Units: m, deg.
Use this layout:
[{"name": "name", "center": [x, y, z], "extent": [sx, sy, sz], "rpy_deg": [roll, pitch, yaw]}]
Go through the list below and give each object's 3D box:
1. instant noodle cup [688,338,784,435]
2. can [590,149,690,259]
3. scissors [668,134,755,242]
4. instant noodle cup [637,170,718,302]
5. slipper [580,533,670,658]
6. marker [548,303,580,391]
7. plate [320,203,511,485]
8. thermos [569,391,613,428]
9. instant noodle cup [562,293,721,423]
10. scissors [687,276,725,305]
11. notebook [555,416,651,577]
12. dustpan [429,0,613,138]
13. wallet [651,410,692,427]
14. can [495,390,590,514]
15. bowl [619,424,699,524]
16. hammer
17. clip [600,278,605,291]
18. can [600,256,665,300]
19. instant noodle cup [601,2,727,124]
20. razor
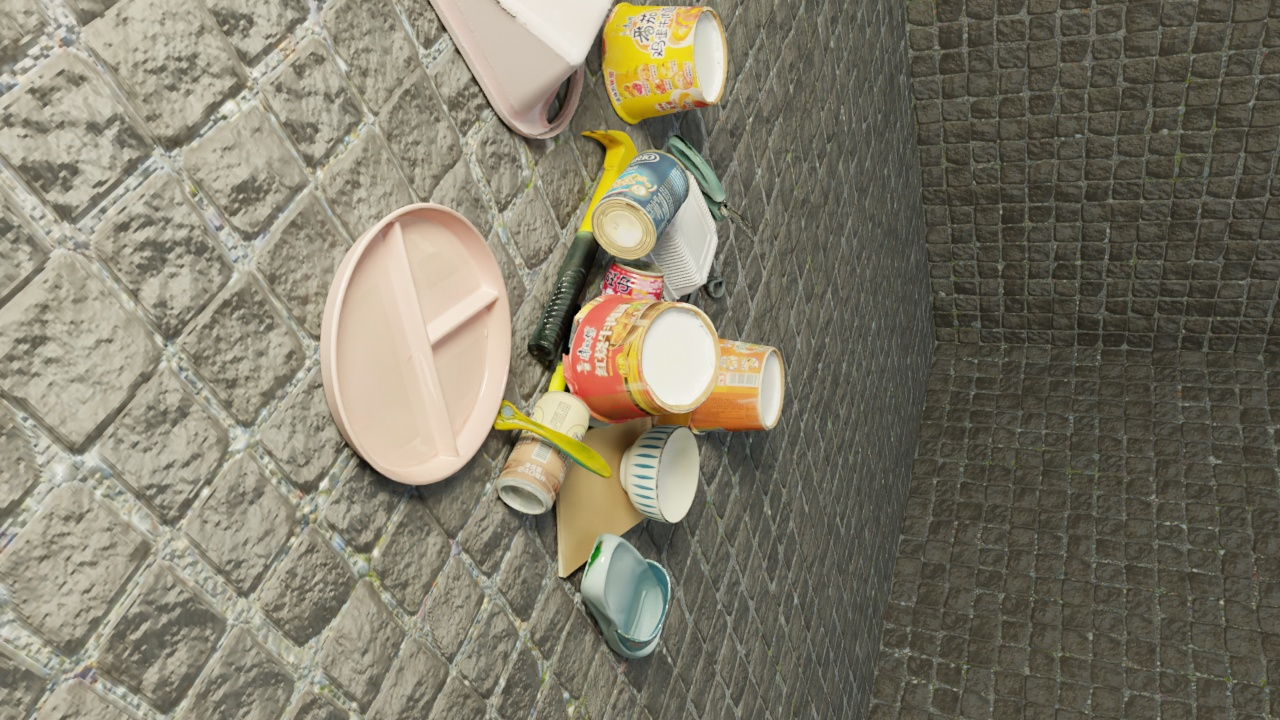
[{"name": "instant noodle cup", "center": [0.140, 0.039, 1.339], "extent": [0.151, 0.112, 0.151], "rpy_deg": [3, 90, -65]}, {"name": "can", "center": [0.001, -0.167, 0.986], "extent": [0.110, 0.075, 0.075], "rpy_deg": [-59, 143, -45]}, {"name": "scissors", "center": [0.089, -0.215, 1.197], "extent": [0.172, 0.019, 0.179], "rpy_deg": [50, -6, -3]}, {"name": "instant noodle cup", "center": [0.046, -0.166, 1.176], "extent": [0.173, 0.060, 0.137], "rpy_deg": [55, 44, -48]}, {"name": "slipper", "center": [-0.005, 0.279, 1.083], "extent": [0.246, 0.074, 0.103], "rpy_deg": [67, 39, -53]}, {"name": "marker", "center": [-0.081, -0.006, 0.982], "extent": [0.018, 0.015, 0.124], "rpy_deg": [52, 44, -55]}, {"name": "plate", "center": [-0.179, -0.013, 0.756], "extent": [0.229, 0.028, 0.229], "rpy_deg": [4, 90, -65]}, {"name": "thermos", "center": [-0.006, 0.006, 1.084], "extent": [0.219, 0.070, 0.070], "rpy_deg": [-42, 129, -57]}, {"name": "instant noodle cup", "center": [0.009, -0.002, 0.932], "extent": [0.137, 0.109, 0.138], "rpy_deg": [0, 89, -40]}, {"name": "scissors", "center": [0.086, -0.126, 1.323], "extent": [0.180, 0.014, 0.159], "rpy_deg": [4, 89, -63]}, {"name": "notebook", "center": [-0.037, 0.142, 1.072], "extent": [0.211, 0.012, 0.149], "rpy_deg": [-24, 115, -58]}, {"name": "dustpan", "center": [-0.127, -0.346, 0.853], "extent": [0.273, 0.139, 0.222], "rpy_deg": [40, 53, -25]}, {"name": "wallet", "center": [0.048, 0.043, 1.234], "extent": [0.119, 0.035, 0.130], "rpy_deg": [45, 54, -57]}, {"name": "can", "center": [-0.095, 0.090, 0.909], "extent": [0.058, 0.059, 0.116], "rpy_deg": [67, 35, -43]}, {"name": "bowl", "center": [0.018, 0.132, 1.088], "extent": [0.116, 0.066, 0.116], "rpy_deg": [-14, 107, -60]}, {"name": "hammer", "center": [-0.058, -0.131, 0.994], "extent": [0.129, 0.033, 0.299], "rpy_deg": [60, 40, -48]}, {"name": "clip", "center": [-0.033, -0.070, 1.072], "extent": [0.026, 0.039, 0.058], "rpy_deg": [-58, 144, -43]}, {"name": "can", "center": [-0.013, -0.063, 1.028], "extent": [0.066, 0.066, 0.094], "rpy_deg": [-23, 132, -62]}, {"name": "instant noodle cup", "center": [0.033, -0.350, 1.073], "extent": [0.137, 0.110, 0.138], "rpy_deg": [-16, 108, -63]}, {"name": "razor", "center": [-0.085, 0.077, 0.868], "extent": [0.028, 0.132, 0.043], "rpy_deg": [-56, -173, 48]}]
